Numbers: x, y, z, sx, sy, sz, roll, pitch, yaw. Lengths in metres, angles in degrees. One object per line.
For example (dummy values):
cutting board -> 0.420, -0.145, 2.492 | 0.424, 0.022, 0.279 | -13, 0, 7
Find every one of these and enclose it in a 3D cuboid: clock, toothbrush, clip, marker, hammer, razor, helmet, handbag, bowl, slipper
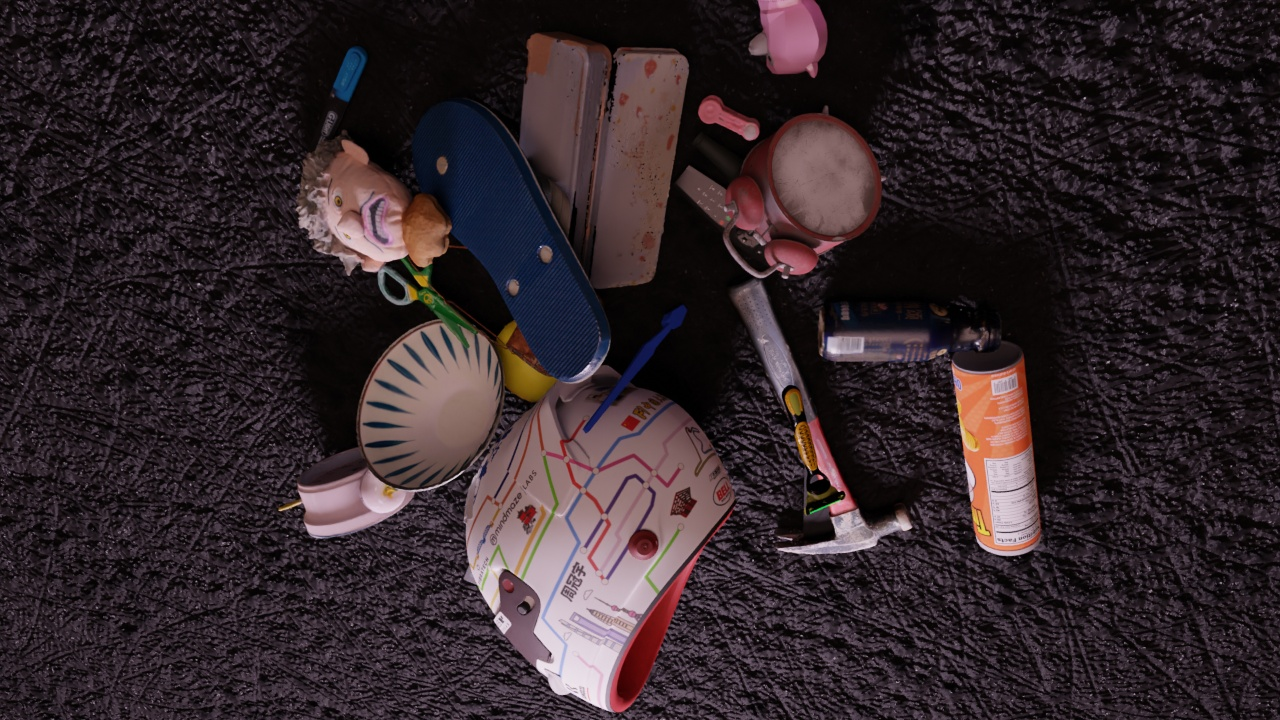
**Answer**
clock -> 0.126, -0.131, 0.766 | 0.110, 0.156, 0.062 | 48, 158, -8
toothbrush -> -0.005, 0.005, 0.834 | 0.011, 0.186, 0.016 | -14, 118, 43
clip -> 0.076, -0.207, 0.787 | 0.059, 0.039, 0.023 | 21, 115, -8
marker -> -0.279, -0.231, 0.838 | 0.018, 0.015, 0.123 | 29, 119, -12
hammer -> 0.155, 0.062, 0.920 | 0.141, 0.036, 0.326 | -20, 113, 16
razor -> 0.164, 0.086, 0.900 | 0.044, 0.021, 0.144 | -22, 114, -4
helmet -> -0.054, 0.164, 0.891 | 0.236, 0.230, 0.315 | 29, 116, 14
handbag -> -0.133, -0.064, 0.871 | 0.196, 0.043, 0.093 | 29, 79, -2
bowl -> -0.194, 0.052, 0.926 | 0.177, 0.177, 0.071 | -22, 152, 18
clock -> -0.290, 0.132, 0.975 | 0.158, 0.116, 0.059 | -12, 106, 17
slipper -> -0.102, -0.113, 0.796 | 0.118, 0.060, 0.294 | -46, 69, 38

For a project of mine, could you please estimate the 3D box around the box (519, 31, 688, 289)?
box -> -0.038, -0.176, 0.821 | 0.121, 0.094, 0.217 | 25, 122, 26

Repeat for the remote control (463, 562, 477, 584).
remote control -> -0.159, 0.201, 1.046 | 0.045, 0.021, 0.141 | 23, 113, -5

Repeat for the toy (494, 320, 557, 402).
toy -> -0.101, -0.001, 0.919 | 0.095, 0.041, 0.094 | 26, 112, -4

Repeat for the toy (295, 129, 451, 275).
toy -> -0.246, -0.131, 0.830 | 0.176, 0.076, 0.133 | 17, 127, 26

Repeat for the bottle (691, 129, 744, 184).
bottle -> 0.096, -0.159, 0.812 | 0.123, 0.033, 0.033 | 37, 116, -11

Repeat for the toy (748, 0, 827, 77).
toy -> 0.134, -0.306, 0.712 | 0.123, 0.067, 0.158 | -12, 119, 13

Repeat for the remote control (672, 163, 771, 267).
remote control -> 0.086, -0.132, 0.839 | 0.124, 0.010, 0.039 | 36, 117, -11

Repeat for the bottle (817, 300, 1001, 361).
bottle -> 0.246, -0.027, 0.846 | 0.161, 0.056, 0.056 | 0, 117, 8

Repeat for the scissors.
scissors -> -0.211, -0.054, 0.900 | 0.078, 0.013, 0.132 | -38, 86, 28

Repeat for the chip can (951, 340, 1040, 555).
chip can -> 0.346, 0.087, 0.888 | 0.062, 0.062, 0.210 | -11, 115, 13
